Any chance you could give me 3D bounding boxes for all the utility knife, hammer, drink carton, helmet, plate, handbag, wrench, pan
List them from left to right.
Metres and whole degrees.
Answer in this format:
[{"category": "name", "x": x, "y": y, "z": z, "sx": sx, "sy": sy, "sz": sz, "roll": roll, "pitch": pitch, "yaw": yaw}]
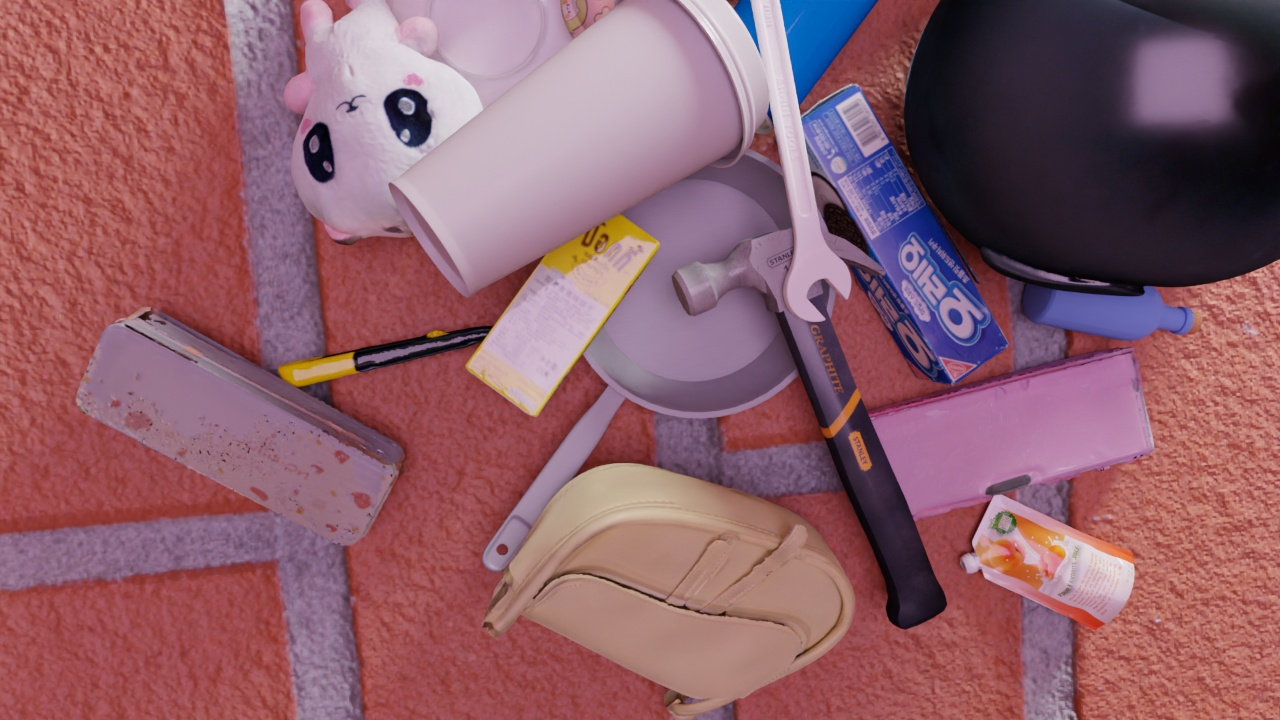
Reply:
[{"category": "utility knife", "x": -0.156, "y": -0.011, "z": 0.673, "sx": 0.213, "sy": 0.029, "sz": 0.020, "roll": -12, "pitch": 101, "yaw": -5}, {"category": "plate", "x": -0.112, "y": -0.245, "z": 0.664, "sx": 0.157, "sy": 0.014, "sz": 0.157, "roll": 0, "pitch": 94, "yaw": -5}, {"category": "pan", "x": -0.004, "y": 0.004, "z": 0.674, "sx": 0.201, "sy": 0.051, "sz": 0.356, "roll": 37, "pitch": 91, "yaw": -7}, {"category": "handbag", "x": 0.027, "y": 0.163, "z": 0.648, "sx": 0.232, "sy": 0.088, "sz": 0.191, "roll": 33, "pitch": 99, "yaw": -23}, {"category": "wrench", "x": 0.097, "y": -0.160, "z": 0.612, "sx": 0.047, "sy": 0.009, "sz": 0.273, "roll": -13, "pitch": 98, "yaw": -8}, {"category": "hammer", "x": 0.144, "y": 0.053, "z": 0.664, "sx": 0.139, "sy": 0.035, "sz": 0.312, "roll": -24, "pitch": 99, "yaw": -5}, {"category": "drink carton", "x": 0.321, "y": 0.159, "z": 0.728, "sx": 0.122, "sy": 0.039, "sz": 0.069, "roll": 25, "pitch": 91, "yaw": 0}, {"category": "helmet", "x": 0.336, "y": -0.156, "z": 0.590, "sx": 0.316, "sy": 0.235, "sz": 0.249, "roll": 14, "pitch": 103, "yaw": -9}]

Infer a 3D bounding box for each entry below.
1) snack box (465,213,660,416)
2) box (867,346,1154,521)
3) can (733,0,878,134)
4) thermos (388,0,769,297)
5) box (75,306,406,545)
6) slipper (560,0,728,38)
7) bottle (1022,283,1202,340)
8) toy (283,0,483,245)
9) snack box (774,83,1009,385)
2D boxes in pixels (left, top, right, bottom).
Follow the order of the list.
[{"category": "snack box", "x": -0.053, "y": -0.038, "z": 0.637, "sx": 0.061, "sy": 0.025, "sz": 0.149, "roll": 36, "pitch": 89, "yaw": 0}, {"category": "box", "x": 0.278, "y": 0.058, "z": 0.711, "sx": 0.233, "sy": 0.037, "sz": 0.098, "roll": -13, "pitch": 96, "yaw": -4}, {"category": "can", "x": 0.109, "y": -0.241, "z": 0.651, "sx": 0.079, "sy": 0.079, "sz": 0.146, "roll": 37, "pitch": 90, "yaw": -7}, {"category": "thermos", "x": -0.040, "y": -0.135, "z": 0.573, "sx": 0.221, "sy": 0.132, "sz": 0.131, "roll": -37, "pitch": 97, "yaw": -14}, {"category": "box", "x": -0.275, "y": 0.046, "z": 0.645, "sx": 0.216, "sy": 0.062, "sz": 0.081, "roll": 30, "pitch": 114, "yaw": -7}, {"category": "slipper", "x": 0.036, "y": -0.283, "z": 0.639, "sx": 0.197, "sy": 0.081, "sz": 0.093, "roll": -39, "pitch": 105, "yaw": -4}, {"category": "bottle", "x": 0.366, "y": -0.041, "z": 0.705, "sx": 0.131, "sy": 0.048, "sz": 0.048, "roll": 11, "pitch": 93, "yaw": -6}, {"category": "toy", "x": -0.179, "y": -0.170, "z": 0.625, "sx": 0.139, "sy": 0.101, "sz": 0.179, "roll": -21, "pitch": 88, "yaw": 8}, {"category": "snack box", "x": 0.185, "y": -0.090, "z": 0.681, "sx": 0.059, "sy": 0.059, "sz": 0.226, "roll": -34, "pitch": 97, "yaw": -6}]
